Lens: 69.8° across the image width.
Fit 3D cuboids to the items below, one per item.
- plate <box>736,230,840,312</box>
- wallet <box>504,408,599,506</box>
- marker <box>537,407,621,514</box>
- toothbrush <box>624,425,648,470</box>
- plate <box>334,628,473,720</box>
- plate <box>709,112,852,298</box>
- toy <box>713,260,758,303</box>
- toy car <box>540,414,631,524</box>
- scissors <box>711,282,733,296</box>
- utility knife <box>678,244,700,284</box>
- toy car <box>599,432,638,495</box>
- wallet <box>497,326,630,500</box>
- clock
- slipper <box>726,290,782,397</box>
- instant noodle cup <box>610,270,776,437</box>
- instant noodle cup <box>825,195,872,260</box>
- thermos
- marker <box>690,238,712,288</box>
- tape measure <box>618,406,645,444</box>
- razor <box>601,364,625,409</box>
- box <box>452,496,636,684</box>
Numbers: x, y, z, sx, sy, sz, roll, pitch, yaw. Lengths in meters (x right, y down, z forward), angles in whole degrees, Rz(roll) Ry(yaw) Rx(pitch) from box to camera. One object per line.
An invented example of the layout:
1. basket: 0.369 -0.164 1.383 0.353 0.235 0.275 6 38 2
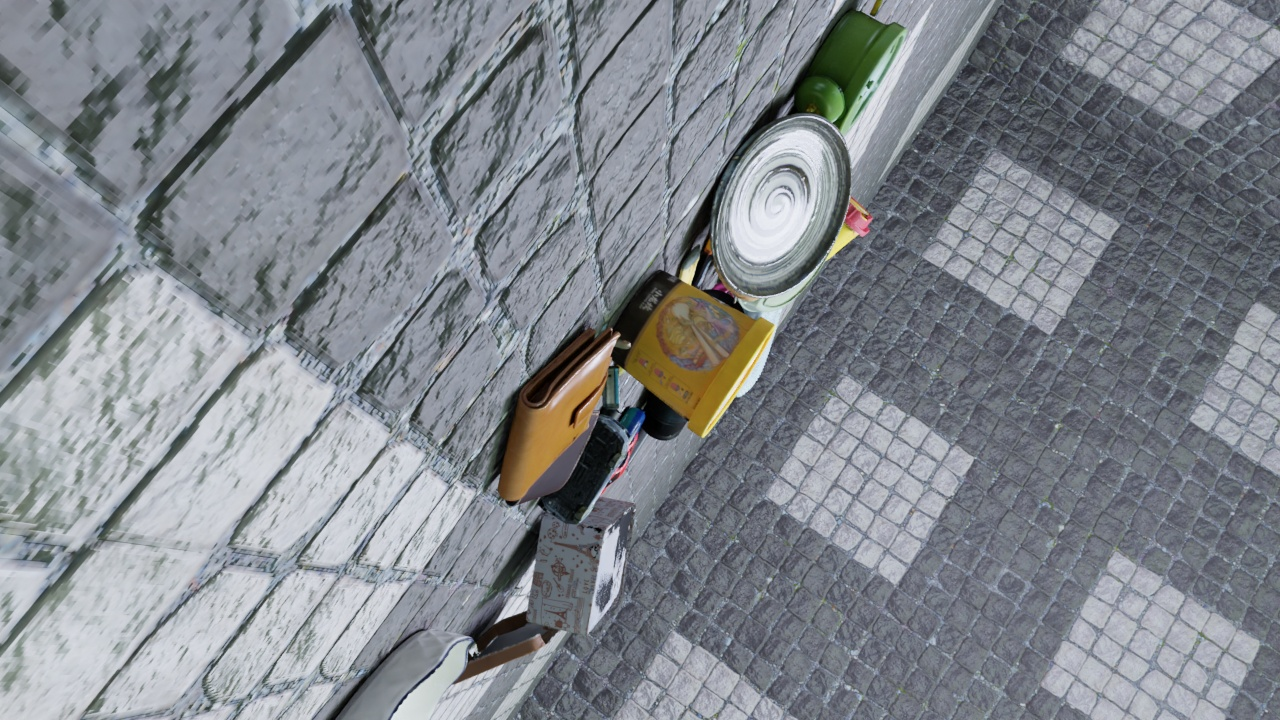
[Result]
1. plate: 0.200 -0.160 1.171 0.229 0.027 0.231 -37 146 -31
2. wallet: -0.077 0.085 0.844 0.096 0.020 0.122 -62 169 4
3. marker: -0.065 0.104 0.969 0.132 0.020 0.022 -55 142 2
4. toothbrush: 0.029 0.056 1.258 0.212 0.027 0.026 -56 -151 1
5. plate: -0.227 0.322 0.810 0.204 0.045 0.205 -55 170 -14
6. plate: 0.129 -0.145 0.862 0.179 0.024 0.180 -21 126 -31
7. toy: 0.145 -0.124 1.012 0.143 0.082 0.226 -44 165 6
8. toy car: -0.055 0.111 0.931 0.121 0.054 0.036 -59 169 19
9. scissors: 0.132 -0.116 1.082 0.133 0.017 0.131 -33 141 -10
10. utility knife: 0.041 -0.065 0.962 0.030 0.021 0.208 -47 173 -18
11. toy car: -0.032 0.133 1.202 0.106 0.031 0.049 -52 171 -34
12. wallet: -0.062 0.037 0.714 0.118 0.035 0.131 -41 162 -37
13. clock: 0.193 -0.267 0.891 0.161 0.056 0.116 -56 170 -2
14. slipper: 0.153 -0.065 1.306 0.103 0.074 0.246 -29 135 -57
15. instant noodle cup: 0.041 -0.011 0.814 0.118 0.114 0.118 -54 170 -14
16. instant noodle cup: 0.254 -0.193 1.325 0.124 0.116 0.115 -47 175 21
17. thermos: 0.063 0.007 1.139 0.089 0.068 0.243 -40 165 -34
18. marker: 0.070 -0.106 0.942 0.018 0.015 0.124 -45 168 -35
19. tape measure: -0.017 0.082 1.121 0.058 0.025 0.055 -51 169 -49
20. razor: -0.005 0.005 0.901 0.132 0.028 0.043 -37 128 -57
21. box: -0.103 0.283 1.107 0.272 0.133 0.179 -53 172 10
